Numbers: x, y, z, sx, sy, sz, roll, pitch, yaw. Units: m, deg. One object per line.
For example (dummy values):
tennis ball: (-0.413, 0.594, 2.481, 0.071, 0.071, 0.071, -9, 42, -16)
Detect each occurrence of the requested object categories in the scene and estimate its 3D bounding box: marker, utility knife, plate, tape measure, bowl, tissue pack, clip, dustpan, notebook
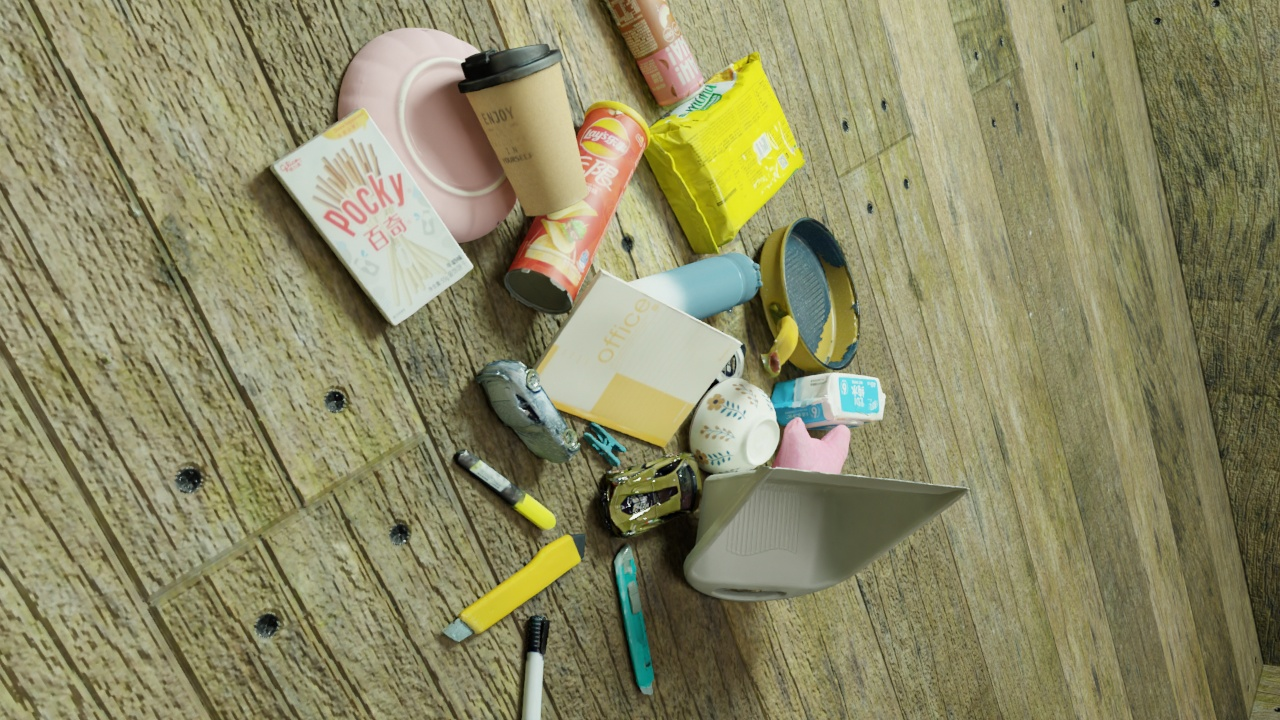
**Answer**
marker: (-0.098, 0.302, 0.843, 0.018, 0.023, 0.130, 14, 75, -49)
utility knife: (-0.112, 0.206, 0.843, 0.172, 0.015, 0.033, -28, 100, -42)
plate: (-0.169, -0.201, 0.809, 0.192, 0.039, 0.192, 6, 82, -45)
tape measure: (0.089, 0.002, 1.051, 0.066, 0.034, 0.065, 29, 65, -43)
bowl: (0.115, 0.081, 1.026, 0.113, 0.062, 0.113, -17, 116, -40)
tissue pack: (0.236, 0.054, 1.153, 0.139, 0.090, 0.063, 6, 77, -45)
utility knife: (-0.005, 0.269, 0.945, 0.029, 0.013, 0.160, -15, 96, -43)
marker: (-0.124, 0.119, 0.842, 0.124, 0.015, 0.018, 44, 56, -30)
clip: (-0.037, 0.085, 0.932, 0.057, 0.014, 0.046, 47, 58, -30)
dustpan: (0.164, 0.191, 0.947, 0.222, 0.258, 0.142, 8, 81, -20)
notebook: (-0.005, 0.005, 0.915, 0.206, 0.010, 0.146, 25, 107, -41)

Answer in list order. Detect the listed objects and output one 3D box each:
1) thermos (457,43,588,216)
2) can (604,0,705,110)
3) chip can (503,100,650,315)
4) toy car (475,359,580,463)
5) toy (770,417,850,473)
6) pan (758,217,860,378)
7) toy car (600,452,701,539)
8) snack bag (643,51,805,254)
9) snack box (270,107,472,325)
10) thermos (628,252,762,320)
thermos: (-0.096, -0.202, 0.796, 0.092, 0.093, 0.143, -39, 121, -40)
can: (0.014, -0.350, 0.994, 0.057, 0.058, 0.147, -49, 119, -36)
chip can: (-0.058, -0.150, 0.893, 0.073, 0.073, 0.216, 40, 60, -35)
toy car: (-0.103, 0.049, 0.840, 0.120, 0.054, 0.036, 57, 48, -26)
toy: (0.180, 0.152, 1.084, 0.178, 0.075, 0.195, -16, 119, -34)
pan: (0.190, -0.054, 1.089, 0.356, 0.078, 0.198, -38, 108, -50)
toy car: (0.017, 0.138, 0.963, 0.157, 0.042, 0.070, -14, 96, -48)
snack bag: (0.108, -0.244, 1.072, 0.245, 0.068, 0.158, -48, 119, -38)
snack box: (-0.214, -0.114, 0.743, 0.084, 0.027, 0.157, -39, 116, -14)
thermos: (0.045, -0.069, 0.990, 0.219, 0.070, 0.070, -21, 101, -43)
